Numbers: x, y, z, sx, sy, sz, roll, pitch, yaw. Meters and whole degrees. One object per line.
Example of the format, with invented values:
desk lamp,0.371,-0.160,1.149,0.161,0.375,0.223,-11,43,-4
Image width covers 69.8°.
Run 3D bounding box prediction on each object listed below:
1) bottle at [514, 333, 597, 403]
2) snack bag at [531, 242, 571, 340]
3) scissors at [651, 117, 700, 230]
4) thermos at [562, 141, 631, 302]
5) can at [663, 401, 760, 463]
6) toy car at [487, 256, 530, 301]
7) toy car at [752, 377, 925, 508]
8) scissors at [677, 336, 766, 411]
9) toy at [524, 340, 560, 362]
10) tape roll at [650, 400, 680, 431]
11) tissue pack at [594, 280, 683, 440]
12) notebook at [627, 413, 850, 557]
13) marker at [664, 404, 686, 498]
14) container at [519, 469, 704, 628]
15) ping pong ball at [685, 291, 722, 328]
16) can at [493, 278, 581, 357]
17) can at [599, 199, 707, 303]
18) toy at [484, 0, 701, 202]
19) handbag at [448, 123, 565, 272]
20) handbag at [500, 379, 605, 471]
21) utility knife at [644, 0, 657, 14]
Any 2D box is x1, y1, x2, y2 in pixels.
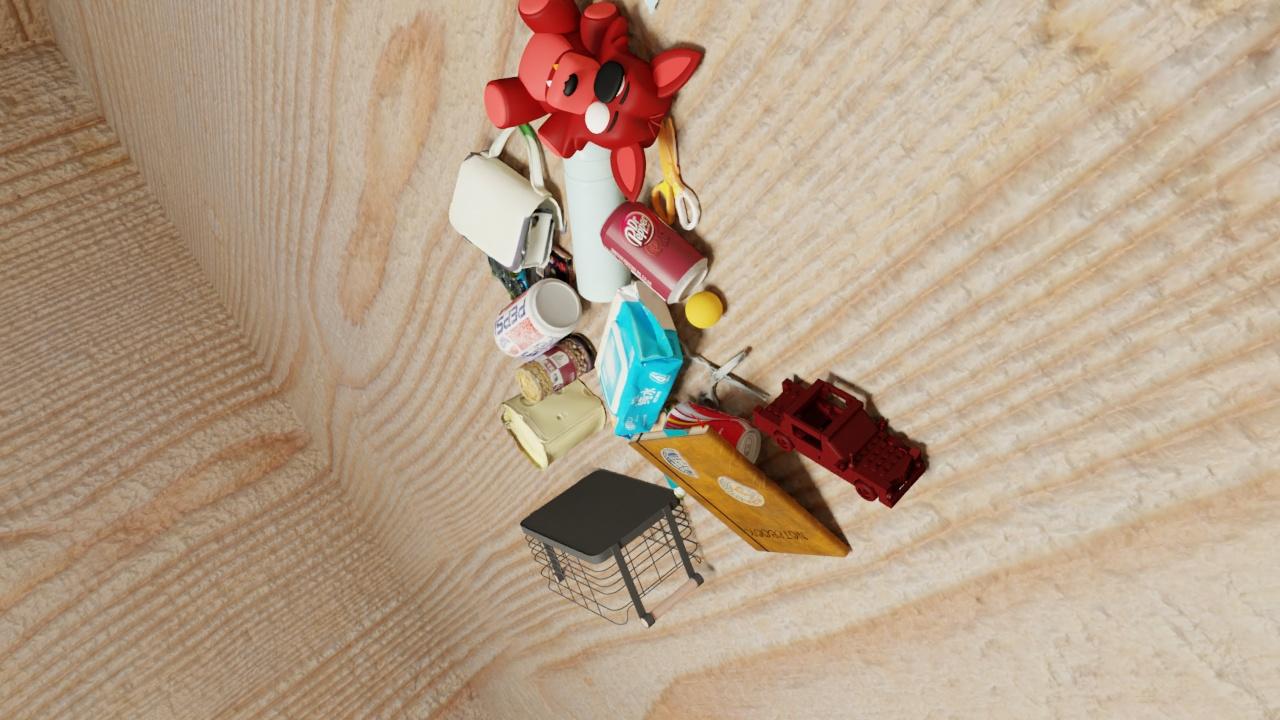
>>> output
bottle,-0.115,0.011,1.255,0.056,0.105,0.056,36,143,33
snack bag,-0.123,-0.098,1.254,0.074,0.018,0.155,38,145,27
scissors,0.036,-0.193,0.948,0.073,0.012,0.132,31,142,36
thermos,-0.048,-0.167,1.040,0.078,0.065,0.207,4,129,10
can,0.083,0.090,1.073,0.105,0.064,0.064,16,131,36
toy car,-0.185,-0.126,1.306,0.105,0.032,0.048,48,150,32
toy car,0.192,0.071,0.903,0.170,0.070,0.062,32,152,37
scissors,0.079,0.008,1.064,0.171,0.014,0.142,44,149,24
toy,-0.147,-0.013,1.349,0.100,0.036,0.080,-10,113,56
tape roll,0.050,0.099,1.175,0.094,0.027,0.094,36,143,33
tissue pack,-0.007,0.006,1.109,0.210,0.066,0.117,109,149,-56
notebook,0.100,0.150,1.064,0.249,0.014,0.179,41,154,-19
marker,0.045,0.116,1.150,0.017,0.017,0.147,29,139,39
container,-0.042,0.269,1.325,0.242,0.162,0.130,7,123,53
ping pong ball,0.069,-0.055,0.996,0.040,0.040,0.040,36,143,33
can,-0.140,-0.053,1.228,0.078,0.078,0.136,59,146,-2
can,0.014,-0.117,0.985,0.114,0.063,0.063,42,147,11
toy,-0.050,-0.269,0.905,0.197,0.120,0.159,37,111,26
handbag,-0.160,-0.219,1.170,0.151,0.073,0.176,37,124,30
handbag,-0.130,0.083,1.329,0.111,0.119,0.081,45,149,20
utility knife,0.033,-0.373,0.793,0.030,0.017,0.176,58,154,17
